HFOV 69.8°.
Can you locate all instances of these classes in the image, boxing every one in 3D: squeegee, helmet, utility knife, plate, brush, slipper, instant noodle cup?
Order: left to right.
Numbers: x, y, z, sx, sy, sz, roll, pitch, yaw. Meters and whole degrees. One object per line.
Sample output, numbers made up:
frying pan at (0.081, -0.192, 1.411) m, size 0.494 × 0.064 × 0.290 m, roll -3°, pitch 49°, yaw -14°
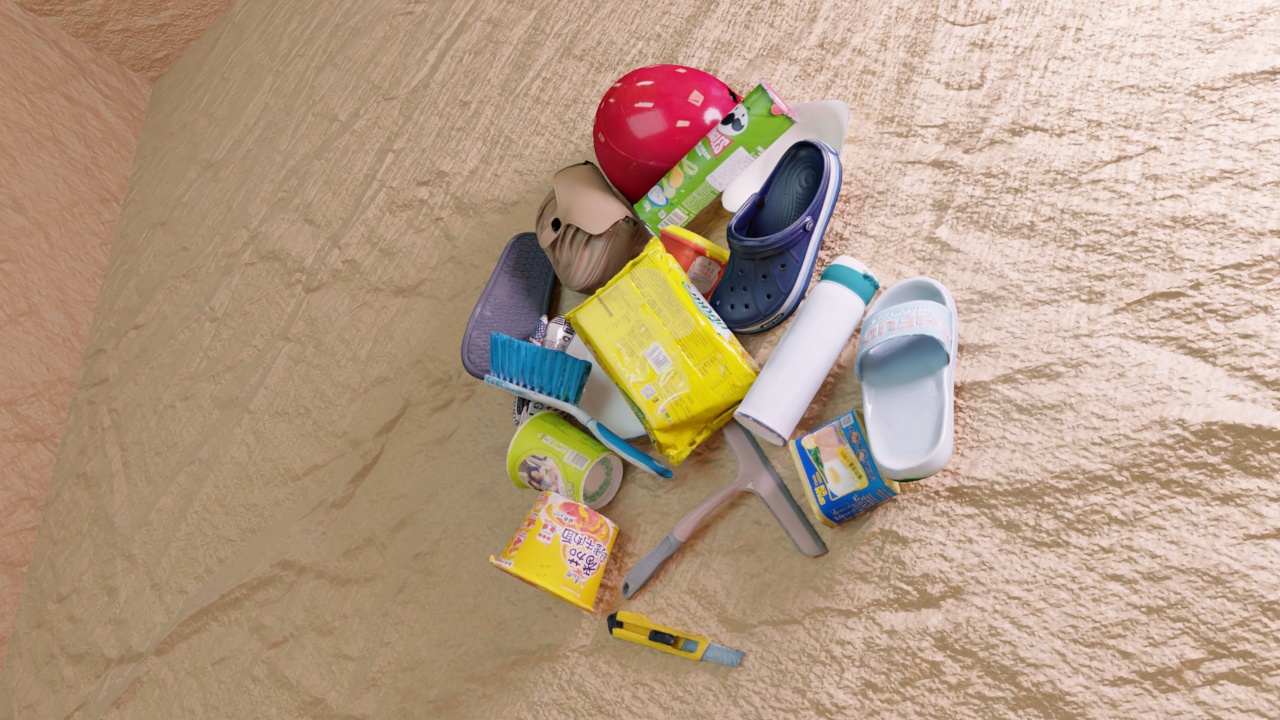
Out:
slipper at (-0.189, -0.073, 1.396) m, size 0.111 × 0.083 × 0.267 m, roll 15°, pitch 60°, yaw 1°
instant noodle cup at (-0.097, 0.232, 1.129) m, size 0.138 × 0.138 × 0.109 m, roll 10°, pitch 68°, yaw 43°
instant noodle cup at (-0.092, 0.137, 1.192) m, size 0.123 × 0.111 × 0.111 m, roll 22°, pitch 84°, yaw 36°
brush at (-0.079, 0.051, 1.171) m, size 0.315 × 0.060 × 0.109 m, roll 17°, pitch 88°, yaw 29°
plate at (-0.007, 0.007, 1.195) m, size 0.205 × 0.045 × 0.204 m, roll -8°, pitch 73°, yaw 28°
helmet at (0.031, -0.331, 1.292) m, size 0.241 × 0.144 × 0.206 m, roll -2°, pitch 65°, yaw 39°
utility knife at (0.035, 0.317, 1.046) m, size 0.202 × 0.015 × 0.033 m, roll 1°, pitch 73°, yaw 41°
squeegee at (0.057, 0.199, 1.072) m, size 0.250 × 0.040 × 0.247 m, roll -45°, pitch 47°, yaw 15°
slipper at (0.156, -0.144, 1.095) m, size 0.105 × 0.095 × 0.253 m, roll 41°, pitch 111°, yaw 43°
plate at (0.192, -0.256, 1.186) m, size 0.164 × 0.034 × 0.164 m, roll 10°, pitch 76°, yaw 43°
slipper at (0.267, 0.008, 0.933) m, size 0.104 × 0.074 × 0.244 m, roll -12°, pitch 48°, yaw 28°

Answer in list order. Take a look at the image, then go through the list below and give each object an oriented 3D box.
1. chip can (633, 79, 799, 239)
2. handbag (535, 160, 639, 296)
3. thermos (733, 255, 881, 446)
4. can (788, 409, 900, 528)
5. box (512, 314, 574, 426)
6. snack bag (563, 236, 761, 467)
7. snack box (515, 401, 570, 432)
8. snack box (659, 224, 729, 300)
chip can at (0.095, -0.255, 1.195) m, size 0.236 × 0.072 × 0.072 m, roll -42°, pitch 47°, yaw 21°
handbag at (-0.086, -0.192, 1.343) m, size 0.148 × 0.099 × 0.204 m, roll -57°, pitch 43°, yaw 26°
thermos at (0.189, -0.016, 1.031) m, size 0.073 × 0.073 × 0.224 m, roll 23°, pitch 77°, yaw 45°
can at (0.215, 0.113, 0.966) m, size 0.083 × 0.057 × 0.102 m, roll -31°, pitch 52°, yaw 22°
box at (-0.135, 0.017, 1.285) m, size 0.087 × 0.075 × 0.162 m, roll -8°, pitch 66°, yaw 56°
snack bag at (0.028, -0.011, 1.103) m, size 0.158 × 0.068 × 0.246 m, roll -38°, pitch 73°, yaw 6°
snack box at (-0.133, 0.061, 1.314) m, size 0.077 × 0.027 × 0.155 m, roll -1°, pitch 68°, yaw 40°
snack box at (0.062, -0.123, 1.195) m, size 0.082 × 0.091 × 0.080 m, roll 30°, pitch 97°, yaw 46°
